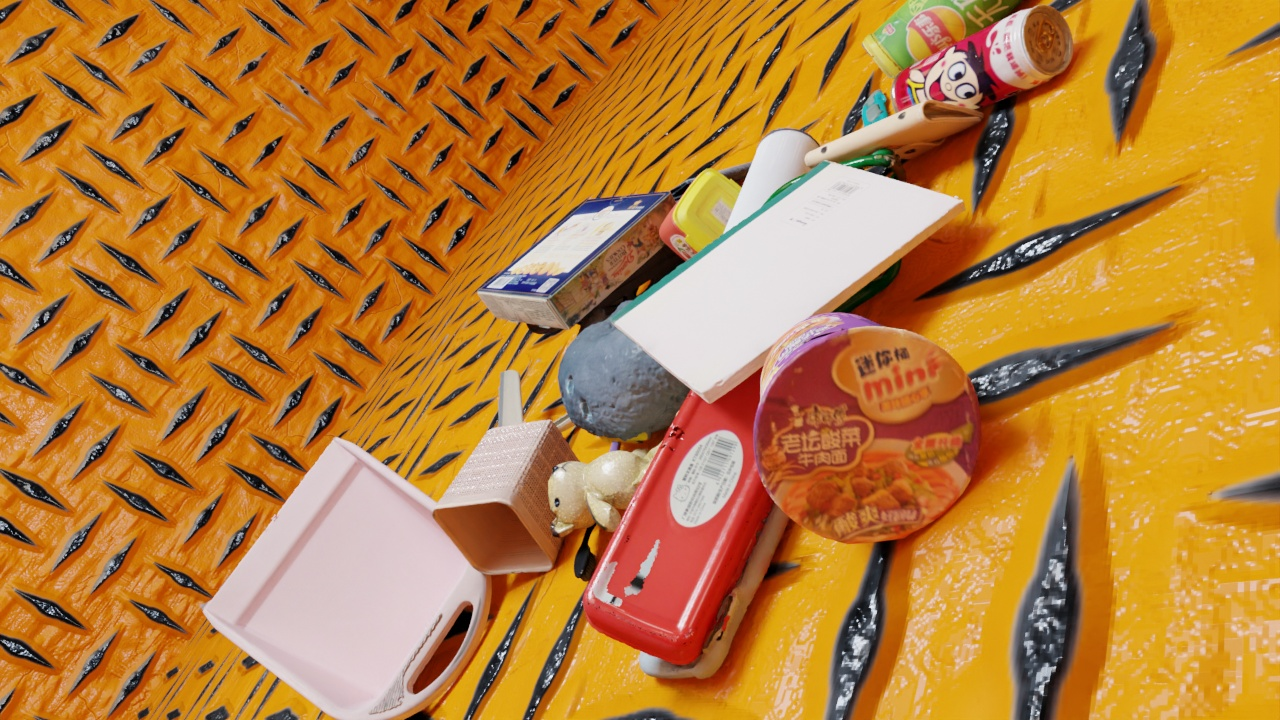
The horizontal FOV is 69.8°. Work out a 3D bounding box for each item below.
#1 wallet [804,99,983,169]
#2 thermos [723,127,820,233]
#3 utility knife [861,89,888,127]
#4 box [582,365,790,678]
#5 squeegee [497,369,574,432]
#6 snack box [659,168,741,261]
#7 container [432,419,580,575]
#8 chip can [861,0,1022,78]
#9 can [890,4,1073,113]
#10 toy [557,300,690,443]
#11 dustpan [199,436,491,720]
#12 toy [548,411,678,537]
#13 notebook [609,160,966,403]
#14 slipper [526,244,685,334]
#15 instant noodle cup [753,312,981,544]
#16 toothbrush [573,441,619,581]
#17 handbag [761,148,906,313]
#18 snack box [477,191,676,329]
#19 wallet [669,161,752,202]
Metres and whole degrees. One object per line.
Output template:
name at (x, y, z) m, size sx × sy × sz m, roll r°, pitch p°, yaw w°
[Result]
wallet at (0.199, -0.172, 0.715) m, size 0.087 × 0.024 × 0.115 m, roll -11°, pitch -3°, yaw -37°
thermos at (0.112, -0.118, 0.815) m, size 0.073 × 0.073 × 0.223 m, roll -33°, pitch 24°, yaw 43°
utility knife at (0.218, -0.216, 0.840) m, size 0.029 × 0.013 × 0.160 m, roll -42°, pitch 20°, yaw 29°
box at (0.051, 0.100, 0.573) m, size 0.094 × 0.092 × 0.200 m, roll 17°, pitch 60°, yaw 23°
squeegee at (-0.052, 0.036, 0.952) m, size 0.247 × 0.039 × 0.246 m, roll -37°, pitch 35°, yaw 22°
snack box at (0.071, -0.132, 0.908) m, size 0.082 × 0.091 × 0.080 m, roll -55°, pitch 11°, yaw -16°
container at (-0.111, 0.119, 0.823) m, size 0.090 × 0.090 × 0.110 m, roll -11°, pitch 35°, yaw 30°
chip can at (0.295, -0.323, 0.772) m, size 0.222 × 0.072 × 0.072 m, roll -41°, pitch 20°, yaw 26°
can at (0.253, -0.217, 0.691) m, size 0.053 × 0.053 × 0.133 m, roll -56°, pitch 19°, yaw -17°
toy at (-0.005, 0.005, 0.793) m, size 0.137 × 0.091 × 0.357 m, roll -55°, pitch 22°, yaw -14°
dustpan at (-0.269, 0.209, 0.871) m, size 0.222 × 0.273 × 0.139 m, roll -59°, pitch -5°, yaw -16°
toy at (-0.010, 0.084, 0.710) m, size 0.158 × 0.066 × 0.105 m, roll -34°, pitch 17°, yaw 27°
notebook at (0.091, -0.064, 0.624) m, size 0.209 × 0.012 × 0.150 m, roll -37°, pitch 32°, yaw -8°
slipper at (-0.001, -0.090, 1.034) m, size 0.268 × 0.083 × 0.110 m, roll -33°, pitch 22°, yaw -5°
instant noodle cup at (0.110, 0.025, 0.488) m, size 0.112 × 0.111 × 0.099 m, roll -47°, pitch 11°, yaw 12°
toothbrush at (-0.033, 0.121, 0.786) m, size 0.014 × 0.017 × 0.188 m, roll -29°, pitch 23°, yaw 24°
handbag at (0.142, -0.094, 0.690) m, size 0.120 × 0.068 × 0.131 m, roll -29°, pitch 27°, yaw 37°
snack box at (-0.066, -0.110, 0.988) m, size 0.182 × 0.046 × 0.178 m, roll -43°, pitch 25°, yaw -20°
wallet at (0.077, -0.203, 1.076) m, size 0.097 × 0.019 × 0.121 m, roll -21°, pitch 5°, yaw -25°
